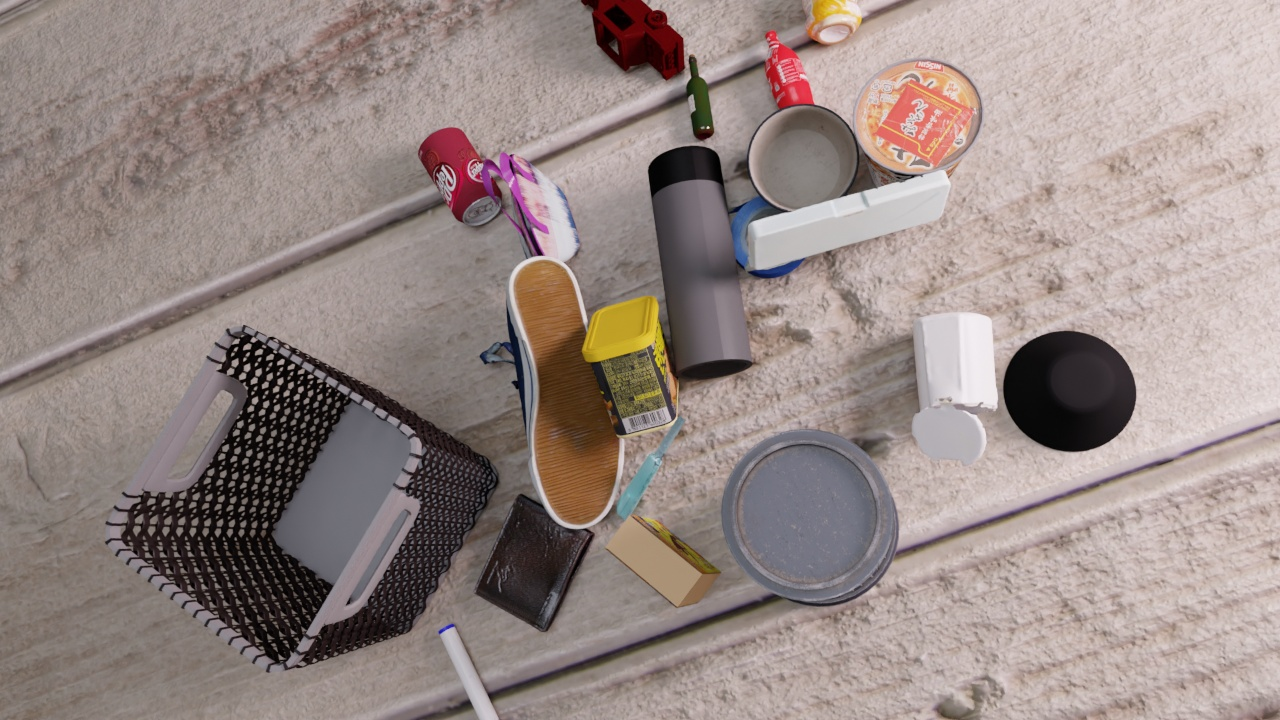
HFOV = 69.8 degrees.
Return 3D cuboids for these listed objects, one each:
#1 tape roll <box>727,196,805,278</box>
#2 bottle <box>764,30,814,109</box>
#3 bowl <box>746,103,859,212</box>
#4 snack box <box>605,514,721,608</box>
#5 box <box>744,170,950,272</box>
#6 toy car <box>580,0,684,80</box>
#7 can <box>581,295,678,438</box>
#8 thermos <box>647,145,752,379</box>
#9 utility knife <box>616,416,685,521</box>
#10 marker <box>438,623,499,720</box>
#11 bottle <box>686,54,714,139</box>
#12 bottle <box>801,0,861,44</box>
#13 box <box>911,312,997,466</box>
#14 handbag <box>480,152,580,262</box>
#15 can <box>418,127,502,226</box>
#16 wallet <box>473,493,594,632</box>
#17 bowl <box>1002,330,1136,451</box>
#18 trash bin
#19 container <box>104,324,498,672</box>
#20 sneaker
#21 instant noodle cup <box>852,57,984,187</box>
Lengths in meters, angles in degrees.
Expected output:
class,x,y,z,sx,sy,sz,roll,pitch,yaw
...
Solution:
class,x,y,z,sx,sy,sz,roll,pitch,yaw
tape roll,0.145,-0.139,1.021,0.091,0.016,0.093,-15,75,10
bottle,0.169,-0.312,1.040,0.042,0.042,0.141,-19,74,9
bowl,0.172,-0.210,0.984,0.115,0.059,0.115,0,90,7
snack box,0.026,0.201,0.919,0.088,0.126,0.040,37,88,18
box,0.205,-0.130,0.930,0.197,0.136,0.043,-14,76,1
toy car,-0.022,-0.401,1.090,0.061,0.070,0.170,-39,72,-10
can,-0.006,0.006,0.953,0.072,0.130,0.101,-15,111,10
thermos,0.063,-0.106,0.999,0.082,0.082,0.240,-10,76,11
utility knife,0.009,0.112,0.945,0.022,0.015,0.169,53,137,25
marker,-0.180,0.352,0.990,0.020,0.020,0.141,-32,73,5
bottle,0.067,-0.310,1.073,0.025,0.025,0.106,-10,76,11
bottle,0.214,-0.418,1.043,0.063,0.063,0.108,-8,75,12
box,0.310,0.029,0.910,0.081,0.091,0.161,-8,78,31
handbag,-0.129,-0.173,1.014,0.068,0.170,0.144,-20,74,8
can,-0.216,-0.221,1.101,0.063,0.063,0.114,-34,73,4
wallet,-0.118,0.220,1.001,0.099,0.031,0.120,24,86,20
bowl,0.426,0.025,0.900,0.124,0.052,0.124,-3,77,13
trash bin,0.158,0.147,0.845,0.164,0.227,0.164,-3,77,13
container,-0.325,0.144,0.953,0.246,0.243,0.247,29,86,17
sneaker,-0.101,0.040,1.016,0.120,0.127,0.294,-10,85,-16
instant noodle cup,0.284,-0.227,0.952,0.124,0.122,0.123,-3,77,13
